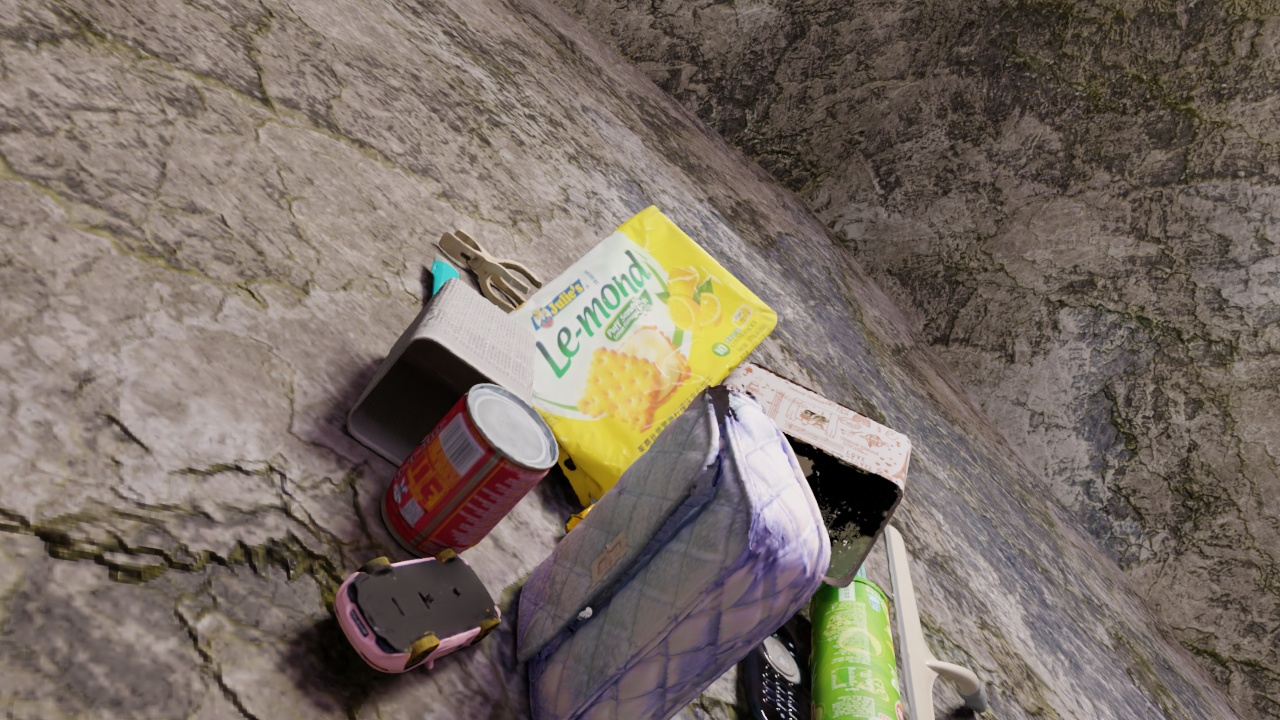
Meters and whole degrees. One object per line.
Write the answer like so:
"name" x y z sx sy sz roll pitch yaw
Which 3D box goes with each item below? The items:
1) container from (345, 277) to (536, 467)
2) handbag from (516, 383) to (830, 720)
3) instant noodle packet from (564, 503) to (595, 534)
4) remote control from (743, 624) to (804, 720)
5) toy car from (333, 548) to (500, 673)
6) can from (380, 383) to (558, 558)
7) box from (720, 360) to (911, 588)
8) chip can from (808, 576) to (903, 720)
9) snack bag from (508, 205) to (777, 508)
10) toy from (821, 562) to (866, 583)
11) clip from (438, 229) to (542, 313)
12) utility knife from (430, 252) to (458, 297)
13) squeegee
"container" -0.126 0.011 0.615 0.090 0.090 0.114 38 21 -19
"handbag" 0.008 0.116 0.512 0.075 0.194 0.134 32 23 -24
"instant noodle packet" 0.015 0.155 0.671 0.128 0.044 0.110 47 26 20
"remote control" 0.098 0.240 0.690 0.053 0.024 0.136 40 19 -8
"toy car" -0.115 0.131 0.479 0.056 0.037 0.122 54 9 16
"can" -0.102 0.068 0.542 0.066 0.094 0.066 38 20 -17
"box" 0.147 0.085 0.844 0.182 0.153 0.177 26 36 9
"chip can" 0.171 0.253 0.735 0.072 0.073 0.220 43 20 -4
"snack bag" -0.011 -0.009 0.752 0.158 0.068 0.245 43 59 9
"toy" 0.207 0.232 0.902 0.092 0.030 0.096 35 41 -32
"clip" -0.138 -0.088 0.883 0.104 0.035 0.083 43 21 21
"utility knife" -0.161 -0.027 0.738 0.029 0.013 0.207 30 27 -28
"squeegee" 0.300 0.305 0.866 0.246 0.039 0.246 41 41 -48
